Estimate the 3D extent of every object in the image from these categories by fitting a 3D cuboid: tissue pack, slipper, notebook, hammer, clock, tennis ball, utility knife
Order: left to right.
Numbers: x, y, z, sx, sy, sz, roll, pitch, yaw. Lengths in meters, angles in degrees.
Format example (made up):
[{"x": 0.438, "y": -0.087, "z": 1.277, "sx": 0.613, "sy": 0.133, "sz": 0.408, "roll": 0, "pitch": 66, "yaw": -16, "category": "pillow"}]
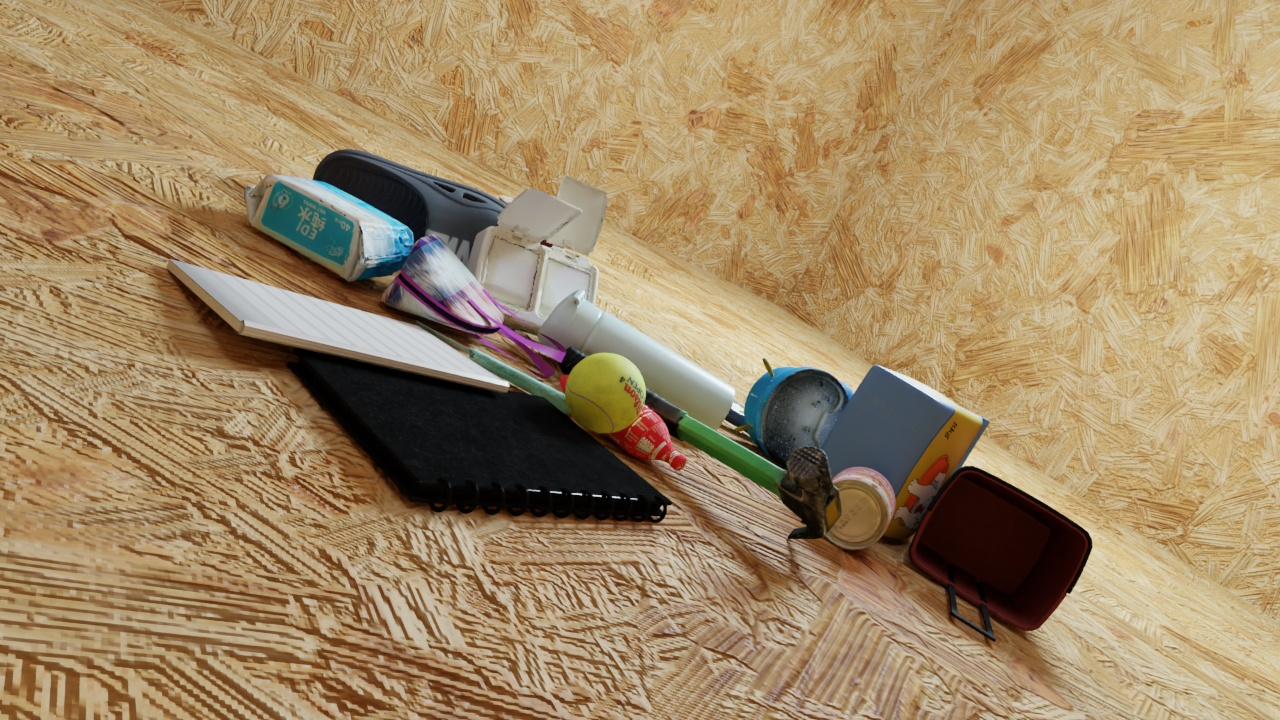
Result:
[{"x": -0.287, "y": -0.122, "z": 0.857, "sx": 0.144, "sy": 0.062, "sz": 0.092, "roll": 28, "pitch": 12, "yaw": 11, "category": "tissue pack"}, {"x": -0.214, "y": -0.023, "z": 0.666, "sx": 0.143, "sy": 0.009, "sz": 0.209, "roll": 28, "pitch": 7, "yaw": 42, "category": "notebook"}, {"x": -0.238, "y": -0.150, "z": 0.999, "sx": 0.268, "sy": 0.111, "sz": 0.083, "roll": 25, "pitch": 14, "yaw": -3, "category": "slipper"}, {"x": -0.125, "y": 0.006, "z": 0.792, "sx": 0.158, "sy": 0.015, "sz": 0.022, "roll": 27, "pitch": -27, "yaw": 0, "category": "utility knife"}, {"x": -0.098, "y": 0.055, "z": 0.622, "sx": 0.169, "sy": 0.019, "sz": 0.231, "roll": 35, "pitch": 12, "yaw": 37, "category": "notebook"}, {"x": -0.029, "y": 0.026, "z": 0.742, "sx": 0.065, "sy": 0.065, "sz": 0.065, "roll": 27, "pitch": 11, "yaw": -6, "category": "tennis ball"}, {"x": 0.040, "y": 0.061, "z": 0.810, "sx": 0.319, "sy": 0.032, "sz": 0.130, "roll": 28, "pitch": -24, "yaw": 38, "category": "hammer"}, {"x": 0.189, "y": 0.068, "z": 1.052, "sx": 0.161, "sy": 0.117, "sz": 0.060, "roll": 24, "pitch": 0, "yaw": -28, "category": "clock"}]

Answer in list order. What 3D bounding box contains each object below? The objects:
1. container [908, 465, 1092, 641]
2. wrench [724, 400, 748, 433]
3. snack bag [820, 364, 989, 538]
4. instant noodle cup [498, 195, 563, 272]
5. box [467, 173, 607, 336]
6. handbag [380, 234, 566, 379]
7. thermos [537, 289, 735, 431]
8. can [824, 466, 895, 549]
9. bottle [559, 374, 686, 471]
[{"x": 0.343, "y": 0.184, "z": 0.887, "sx": 0.148, "sy": 0.127, "sz": 0.200, "roll": 31, "pitch": 4, "yaw": 14, "category": "container"}, {"x": 0.084, "y": 0.048, "z": 1.065, "sx": 0.273, "sy": 0.022, "sz": 0.073, "roll": 29, "pitch": 39, "yaw": -19, "category": "wrench"}, {"x": 0.295, "y": 0.109, "z": 0.993, "sx": 0.205, "sy": 0.159, "sz": 0.102, "roll": 20, "pitch": 13, "yaw": -44, "category": "snack bag"}, {"x": -0.146, "y": -0.123, "z": 1.085, "sx": 0.100, "sy": 0.112, "sz": 0.100, "roll": 27, "pitch": 10, "yaw": -5, "category": "instant noodle cup"}, {"x": -0.094, "y": -0.115, "z": 0.970, "sx": 0.144, "sy": 0.186, "sz": 0.101, "roll": 16, "pitch": -3, "yaw": -31, "category": "box"}, {"x": -0.147, "y": -0.041, "z": 0.861, "sx": 0.170, "sy": 0.068, "sz": 0.144, "roll": 34, "pitch": 10, "yaw": -6, "category": "handbag"}, {"x": -0.006, "y": 0.006, "z": 0.944, "sx": 0.207, "sy": 0.078, "sz": 0.065, "roll": 30, "pitch": 27, "yaw": -4, "category": "thermos"}, {"x": 0.204, "y": 0.138, "z": 0.868, "sx": 0.067, "sy": 0.067, "sz": 0.076, "roll": 32, "pitch": 12, "yaw": 16, "category": "can"}, {"x": -0.014, "y": 0.051, "z": 0.790, "sx": 0.141, "sy": 0.042, "sz": 0.041, "roll": 36, "pitch": 13, "yaw": 33, "category": "bottle"}]
